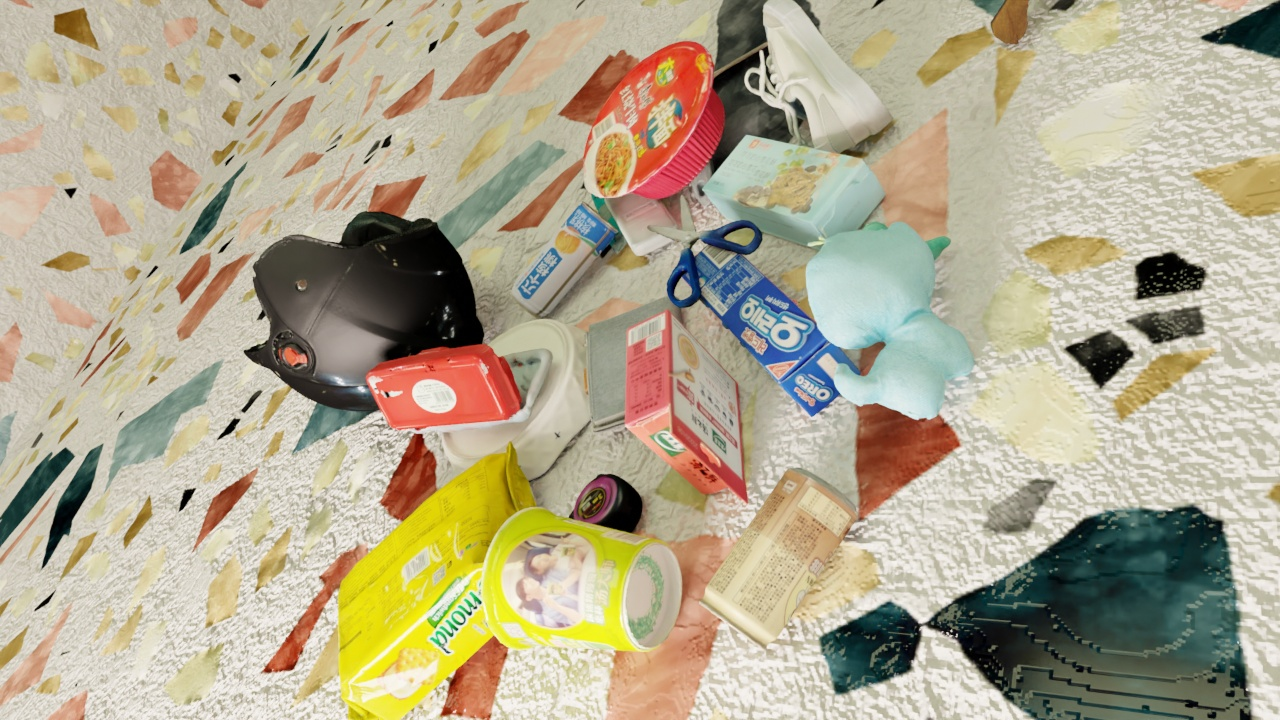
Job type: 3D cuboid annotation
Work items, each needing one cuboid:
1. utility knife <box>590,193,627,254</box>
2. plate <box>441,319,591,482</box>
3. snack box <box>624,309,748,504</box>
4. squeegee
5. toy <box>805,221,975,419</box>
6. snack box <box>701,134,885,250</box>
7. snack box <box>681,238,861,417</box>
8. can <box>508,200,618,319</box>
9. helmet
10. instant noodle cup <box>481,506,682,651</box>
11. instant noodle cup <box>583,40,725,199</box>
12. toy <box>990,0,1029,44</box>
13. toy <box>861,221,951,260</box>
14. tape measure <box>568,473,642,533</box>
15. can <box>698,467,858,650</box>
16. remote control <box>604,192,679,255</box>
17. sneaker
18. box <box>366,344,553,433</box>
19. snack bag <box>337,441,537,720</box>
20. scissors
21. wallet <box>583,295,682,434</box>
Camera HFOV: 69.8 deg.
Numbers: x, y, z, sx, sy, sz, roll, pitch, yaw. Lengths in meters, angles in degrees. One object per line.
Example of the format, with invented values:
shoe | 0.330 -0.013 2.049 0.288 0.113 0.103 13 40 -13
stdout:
utility knife | -0.041 -0.181 1.094 0.029 0.013 0.186 -38 37 12
plate | -0.130 0.040 0.953 0.205 0.045 0.204 -26 41 25
snack box | 0.036 0.043 0.728 0.044 0.113 0.126 -24 42 25
squeegee | 0.073 -0.269 1.043 0.248 0.040 0.249 -21 44 29
toy | 0.177 -0.038 0.676 0.156 0.050 0.161 38 64 17
snack box | 0.139 -0.159 0.863 0.074 0.051 0.175 -52 37 -5
snack box | 0.103 -0.036 0.780 0.057 0.058 0.207 -43 36 5
can | -0.087 -0.111 1.033 0.135 0.053 0.053 -49 36 8
helmet | -0.321 -0.050 1.074 0.275 0.230 0.233 -37 7 18
instant noodle cup | -0.038 0.172 0.697 0.124 0.112 0.111 -1 56 34
instant noodle cup | 0.023 -0.248 1.000 0.194 0.065 0.193 -27 48 35
toy | 0.405 -0.387 0.781 0.247 0.090 0.226 -24 49 33
toy | 0.196 -0.084 0.758 0.096 0.030 0.092 -39 33 7
tape measure | -0.027 0.127 0.776 0.057 0.039 0.058 -56 33 -11
can | 0.095 0.135 0.631 0.116 0.058 0.058 -53 37 -9
remote control | 0.000 -0.161 1.022 0.056 0.020 0.136 -26 39 0
sneaker | 0.164 -0.283 0.933 0.091 0.089 0.242 -38 44 19
box | -0.177 0.021 0.930 0.202 0.095 0.098 -8 22 42
snack bag | -0.186 0.199 0.829 0.247 0.068 0.158 -43 36 12
scissors | 0.047 -0.104 0.844 0.163 0.012 0.162 -4 51 46
wallet | -0.005 0.005 0.869 0.107 0.037 0.129 -20 44 16
